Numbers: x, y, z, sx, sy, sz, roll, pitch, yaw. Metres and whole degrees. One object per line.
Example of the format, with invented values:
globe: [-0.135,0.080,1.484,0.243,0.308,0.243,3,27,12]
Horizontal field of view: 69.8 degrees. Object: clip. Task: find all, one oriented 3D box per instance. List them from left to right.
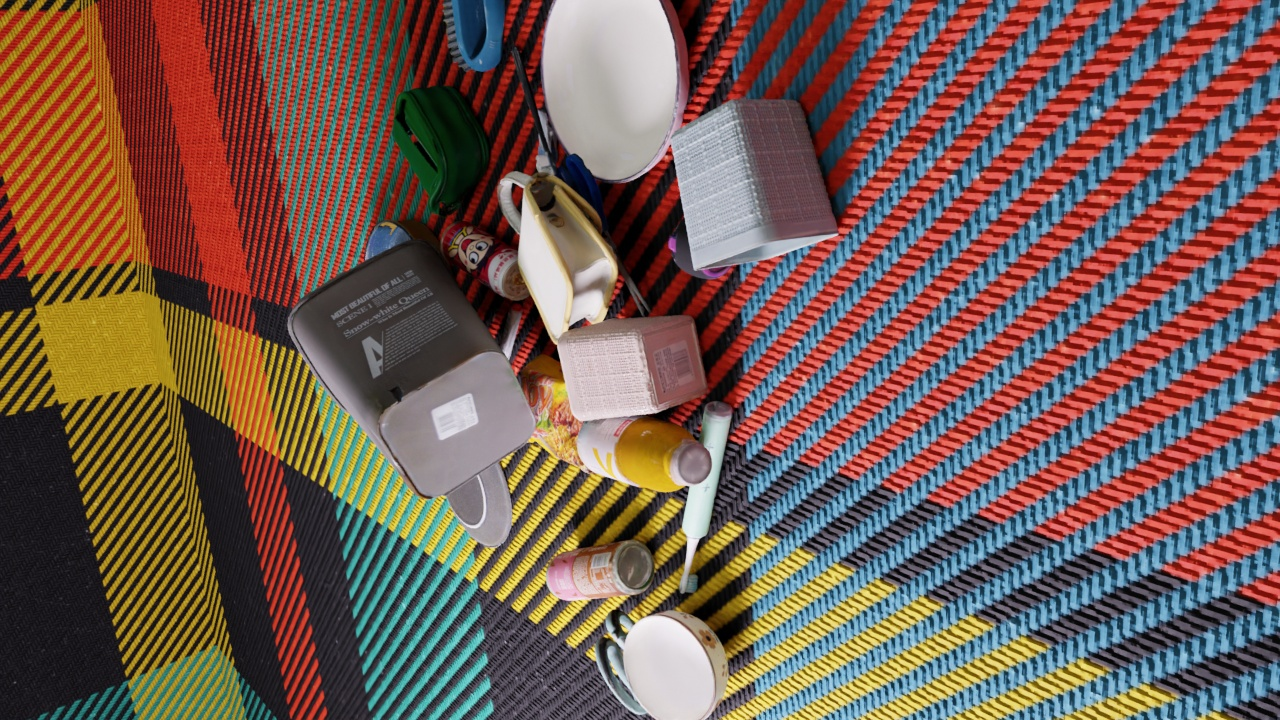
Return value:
clip: [-0.096,-0.233,0.947,0.025,0.032,0.057,38,133,41]

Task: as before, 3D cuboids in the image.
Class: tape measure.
tape measure: [0.054,-0.100,0.783,0.039,0.057,0.058,23,97,46]

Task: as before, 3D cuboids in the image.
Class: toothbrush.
toothbrush: [-0.111,-0.255,0.925,0.016,0.018,0.181,109,149,-56]
toothbrush: [0.058,0.140,0.889,0.026,0.027,0.225,-100,16,-61]

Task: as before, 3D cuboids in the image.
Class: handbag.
handbag: [-0.239,-0.251,1.084,0.131,0.067,0.120,59,147,16]
handbag: [-0.089,-0.123,0.911,0.178,0.063,0.164,60,161,15]

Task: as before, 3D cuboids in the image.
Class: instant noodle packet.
instant noodle packet: [-0.089,0.058,1.026,0.128,0.044,0.111,21,114,46]

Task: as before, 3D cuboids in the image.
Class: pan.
pan: [-0.305,-0.012,1.231,0.198,0.078,0.357,-13,93,52]

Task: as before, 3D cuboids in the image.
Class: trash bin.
trash bin: [-0.245,0.014,1.023,0.220,0.198,0.199,43,160,43]

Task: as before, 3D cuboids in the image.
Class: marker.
marker: [-0.164,-0.010,1.112,0.017,0.017,0.146,47,134,29]

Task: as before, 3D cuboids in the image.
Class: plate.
plate: [-0.235,0.174,1.258,0.180,0.024,0.179,21,118,45]
plate: [-0.019,-0.259,0.828,0.193,0.038,0.193,22,120,44]

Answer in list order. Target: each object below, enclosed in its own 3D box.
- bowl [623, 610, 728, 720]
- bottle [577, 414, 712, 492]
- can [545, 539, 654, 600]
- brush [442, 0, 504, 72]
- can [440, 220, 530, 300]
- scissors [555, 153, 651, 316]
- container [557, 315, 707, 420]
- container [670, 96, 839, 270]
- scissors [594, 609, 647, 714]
bowl: [0.045,0.305,0.927,0.114,0.062,0.113,4,96,38]
bottle: [0.003,0.087,0.879,0.190,0.067,0.068,4,106,62]
can: [-0.047,0.236,1.025,0.148,0.057,0.058,-24,84,52]
brush: [-0.170,-0.377,0.955,0.074,0.055,0.144,10,110,49]
can: [-0.174,-0.115,1.056,0.133,0.053,0.053,32,126,40]
scissors: [-0.031,-0.121,0.877,0.172,0.012,0.133,51,159,21]
container: [-0.005,0.005,0.869,0.111,0.089,0.090,-5,99,48]
container: [0.084,-0.137,0.711,0.090,0.090,0.111,-15,88,52]
scissors: [0.010,0.346,0.998,0.019,0.143,0.180,-33,109,18]
